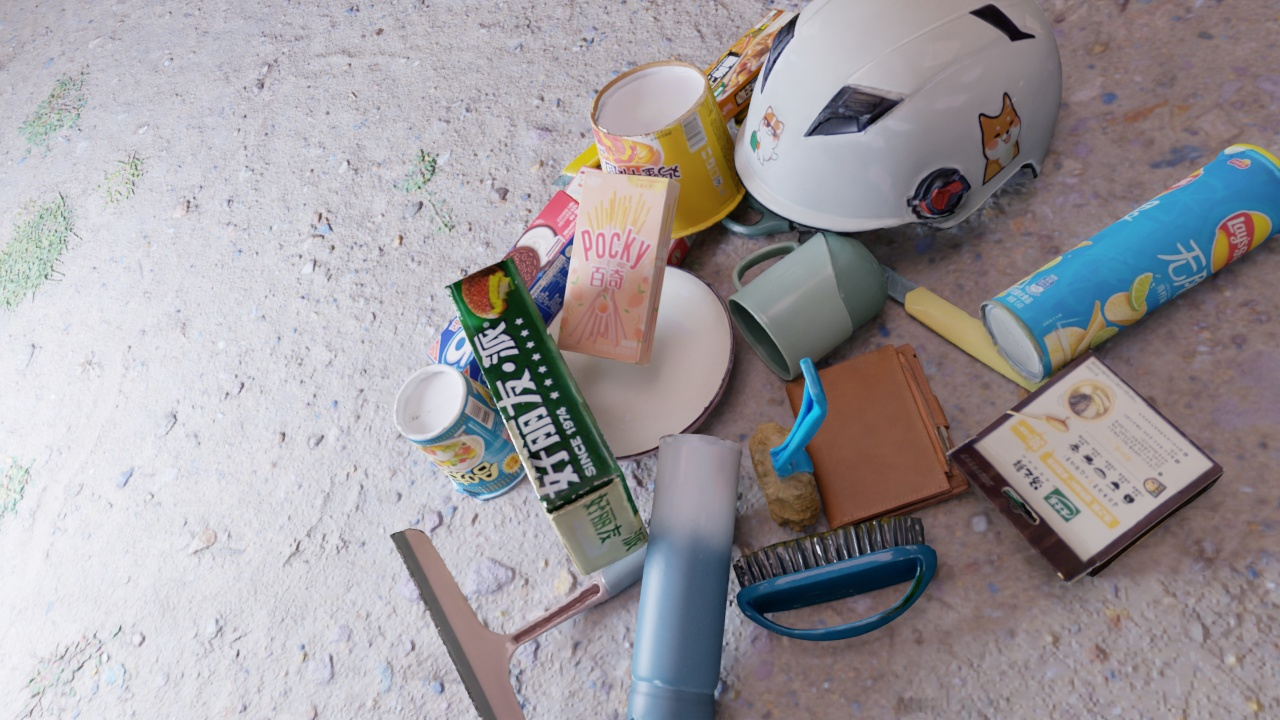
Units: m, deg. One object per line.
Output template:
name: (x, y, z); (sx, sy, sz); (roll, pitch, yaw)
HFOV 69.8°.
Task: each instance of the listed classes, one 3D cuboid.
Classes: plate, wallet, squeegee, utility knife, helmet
plate: (-0.005, 0.005, 0.808); (0.193, 0.039, 0.192); (-11, 59, 19)
wallet: (0.177, 0.056, 0.699); (0.108, 0.031, 0.131); (-24, 55, 16)
squeegee: (-0.033, 0.180, 0.723); (0.249, 0.040, 0.247); (-32, 69, -2)
utility knife: (0.247, -0.031, 0.722); (0.031, 0.022, 0.212); (-46, 61, -6)
utility knife: (-0.026, -0.236, 0.969); (0.170, 0.015, 0.033); (-39, 48, 2)
helmet: (0.211, -0.231, 0.734); (0.273, 0.157, 0.230); (-20, 51, -14)

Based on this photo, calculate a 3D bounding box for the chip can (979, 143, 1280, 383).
chip can: (0.352, -0.068, 0.653); (0.210, 0.071, 0.071); (-32, 54, 1)

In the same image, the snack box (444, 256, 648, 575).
snack box: (-0.075, 0.040, 0.719); (0.063, 0.114, 0.240); (-26, 53, -6)

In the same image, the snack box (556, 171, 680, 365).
snack box: (-0.020, -0.079, 0.782); (0.085, 0.026, 0.157); (11, 93, 29)

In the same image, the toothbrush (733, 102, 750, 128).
toothbrush: (0.178, -0.275, 0.894); (0.190, 0.016, 0.015); (-23, 54, 12)

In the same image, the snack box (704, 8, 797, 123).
snack box: (0.104, -0.290, 0.920); (0.153, 0.026, 0.075); (-42, 37, -3)

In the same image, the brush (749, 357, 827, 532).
brush: (0.103, 0.055, 0.608); (0.046, 0.255, 0.083); (-13, 68, -2)

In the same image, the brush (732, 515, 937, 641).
brush: (0.137, 0.158, 0.644); (0.144, 0.055, 0.073); (-19, 56, 14)

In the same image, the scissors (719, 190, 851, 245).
scissors: (0.155, -0.160, 0.840); (0.181, 0.019, 0.170); (-46, 53, -6)

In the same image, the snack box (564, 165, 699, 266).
snack box: (-0.015, -0.141, 0.902); (0.156, 0.027, 0.077); (22, 74, 33)

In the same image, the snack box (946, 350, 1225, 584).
snack box: (0.293, 0.074, 0.616); (0.125, 0.053, 0.113); (-38, 59, 2)

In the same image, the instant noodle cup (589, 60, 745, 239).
instant noodle cup: (0.020, -0.195, 0.832); (0.138, 0.110, 0.137); (-11, 49, 12)

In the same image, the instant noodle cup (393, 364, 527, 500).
instant noodle cup: (-0.156, 0.058, 0.805); (0.099, 0.110, 0.099); (-11, 59, 18)

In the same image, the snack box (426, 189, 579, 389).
snack box: (-0.111, -0.059, 0.867); (0.207, 0.057, 0.058); (-50, 54, 3)

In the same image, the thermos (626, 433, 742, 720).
thermos: (0.032, 0.165, 0.663); (0.070, 0.070, 0.220); (0, 73, 25)

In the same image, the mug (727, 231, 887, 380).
mug: (0.130, -0.056, 0.748); (0.106, 0.082, 0.111); (-37, 55, -5)
